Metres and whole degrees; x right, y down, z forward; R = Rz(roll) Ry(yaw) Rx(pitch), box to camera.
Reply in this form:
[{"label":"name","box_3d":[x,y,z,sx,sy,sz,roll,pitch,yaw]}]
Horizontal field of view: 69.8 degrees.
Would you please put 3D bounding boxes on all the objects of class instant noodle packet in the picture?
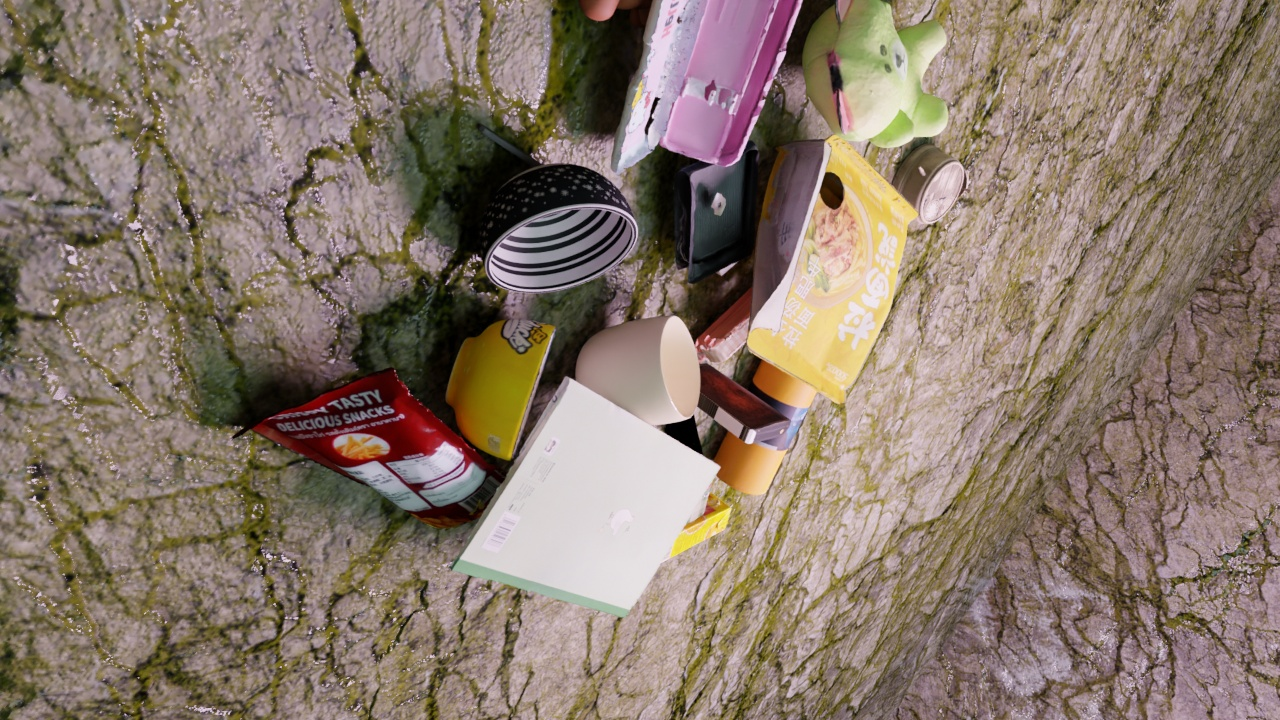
[{"label":"instant noodle packet","box_3d":[0.182,-0.084,0.907,0.163,0.084,0.221,28,72,-40]}]

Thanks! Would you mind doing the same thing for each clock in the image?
[{"label":"clock","box_3d":[0.368,-0.215,1.130,0.140,0.054,0.093,-17,132,-36]}]

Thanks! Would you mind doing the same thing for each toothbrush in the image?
[{"label":"toothbrush","box_3d":[-0.070,-0.149,0.730,0.013,0.013,0.167,-51,145,11]}]

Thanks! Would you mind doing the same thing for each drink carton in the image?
[{"label":"drink carton","box_3d":[0.044,0.197,1.111,0.134,0.058,0.043,-16,130,-42]}]

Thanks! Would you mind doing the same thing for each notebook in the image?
[{"label":"notebook","box_3d":[-0.037,0.136,0.826,0.252,0.010,0.182,33,88,-49]}]

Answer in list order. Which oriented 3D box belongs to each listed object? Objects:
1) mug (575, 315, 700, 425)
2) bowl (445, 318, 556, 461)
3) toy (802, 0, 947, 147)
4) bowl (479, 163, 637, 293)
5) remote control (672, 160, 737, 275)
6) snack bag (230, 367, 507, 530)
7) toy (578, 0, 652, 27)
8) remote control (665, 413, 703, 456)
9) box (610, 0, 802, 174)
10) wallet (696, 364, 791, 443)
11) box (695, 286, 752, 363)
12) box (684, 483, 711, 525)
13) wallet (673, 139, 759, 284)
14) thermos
[{"label":"mug","box_3d":[-0.005,0.005,0.864,0.119,0.100,0.096,-72,145,-46]},{"label":"bowl","box_3d":[-0.119,0.018,0.753,0.117,0.067,0.117,-165,-87,-86]},{"label":"toy","box_3d":[0.214,-0.271,0.868,0.196,0.107,0.150,-2,89,-41]},{"label":"bowl","box_3d":[-0.069,-0.111,0.707,0.120,0.066,0.120,-16,158,-6]},{"label":"remote control","box_3d":[0.077,-0.139,0.893,0.049,0.024,0.143,-47,143,-9]},{"label":"snack bag","box_3d":[-0.191,0.075,0.709,0.139,0.066,0.208,-13,153,18]},{"label":"toy","box_3d":[-0.011,-0.286,0.654,0.127,0.065,0.095,0,123,-60]},{"label":"remote control","box_3d":[0.053,0.092,1.066,0.041,0.020,0.152,-39,141,-21]},{"label":"box","box_3d":[0.046,-0.243,0.714,0.146,0.077,0.202,-8,140,-27]},{"label":"wallet","box_3d":[0.095,0.044,0.982,0.072,0.123,0.019,-8,125,-45]},{"label":"box","box_3d":[0.127,-0.064,0.990,0.186,0.083,0.041,-42,111,-13]},{"label":"box","box_3d":[-0.036,0.146,0.933,0.205,0.117,0.051,-22,138,-34]},{"label":"wallet","box_3d":[0.070,-0.137,0.843,0.089,0.026,0.115,-28,135,-30]},{"label":"thermos","box_3d":[0.163,0.043,1.112,0.076,0.091,0.233,15,110,-23]}]
